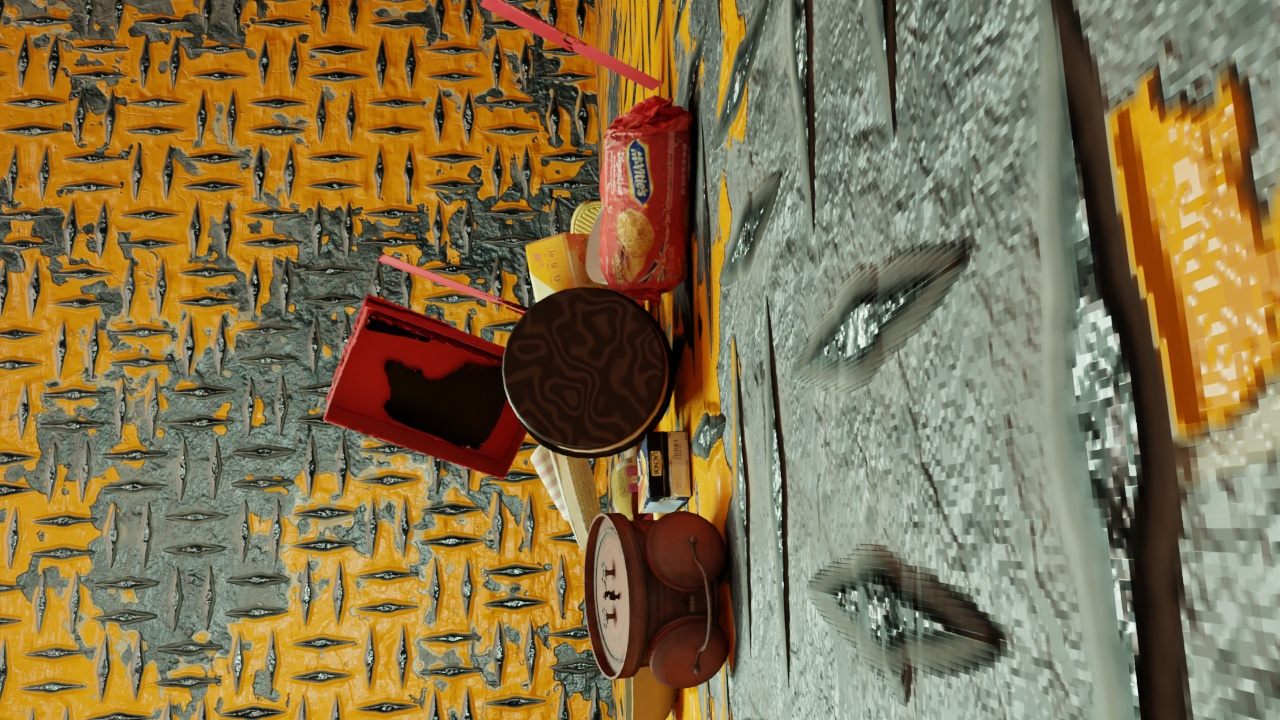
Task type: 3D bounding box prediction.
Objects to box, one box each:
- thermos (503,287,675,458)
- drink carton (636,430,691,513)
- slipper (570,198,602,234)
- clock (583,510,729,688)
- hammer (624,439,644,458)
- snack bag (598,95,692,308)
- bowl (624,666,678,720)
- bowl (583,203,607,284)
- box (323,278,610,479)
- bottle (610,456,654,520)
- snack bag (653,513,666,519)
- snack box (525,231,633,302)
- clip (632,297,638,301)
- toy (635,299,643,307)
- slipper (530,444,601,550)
[{"bbox_3d":[-0.049,0.010,0.844,0.226,0.172,0.172,118,151,-87],"label":"thermos"},{"bbox_3d":[0.021,0.109,0.880,0.130,0.040,0.064,104,164,-73],"label":"drink carton"},{"bbox_3d":[-0.046,-0.123,1.358,0.078,0.099,0.264,-94,1,-58],"label":"slipper"},{"bbox_3d":[0.012,0.169,0.662,0.158,0.072,0.120,163,106,-70],"label":"clock"},{"bbox_3d":[-0.003,0.251,1.251,0.158,0.037,0.301,-118,27,-81],"label":"hammer"},{"bbox_3d":[0.003,-0.139,0.795,0.082,0.082,0.176,-102,12,-70],"label":"snack bag"},{"bbox_3d":[0.011,0.324,0.987,0.152,0.050,0.152,177,92,-86],"label":"bowl"},{"bbox_3d":[-0.015,-0.140,1.085,0.115,0.050,0.114,-37,45,49],"label":"bowl"},{"bbox_3d":[-0.177,0.039,0.880,0.198,0.217,0.351,-65,21,10],"label":"box"},{"bbox_3d":[0.000,0.177,1.053,0.165,0.059,0.060,-101,10,-62],"label":"bottle"},{"bbox_3d":[0.023,0.144,0.998,0.026,0.020,0.099,99,169,-62],"label":"snack bag"},{"bbox_3d":[-0.072,-0.061,1.187,0.144,0.081,0.195,-13,-89,-63],"label":"snack box"},{"bbox_3d":[0.000,-0.112,1.191,0.162,0.028,0.112,-97,9,-59],"label":"clip"},{"bbox_3d":[-0.060,-0.025,1.313,0.097,0.131,0.124,110,158,-65],"label":"toy"},{"bbox_3d":[-0.105,0.115,1.165,0.115,0.052,0.263,-32,-74,-80],"label":"slipper"}]
